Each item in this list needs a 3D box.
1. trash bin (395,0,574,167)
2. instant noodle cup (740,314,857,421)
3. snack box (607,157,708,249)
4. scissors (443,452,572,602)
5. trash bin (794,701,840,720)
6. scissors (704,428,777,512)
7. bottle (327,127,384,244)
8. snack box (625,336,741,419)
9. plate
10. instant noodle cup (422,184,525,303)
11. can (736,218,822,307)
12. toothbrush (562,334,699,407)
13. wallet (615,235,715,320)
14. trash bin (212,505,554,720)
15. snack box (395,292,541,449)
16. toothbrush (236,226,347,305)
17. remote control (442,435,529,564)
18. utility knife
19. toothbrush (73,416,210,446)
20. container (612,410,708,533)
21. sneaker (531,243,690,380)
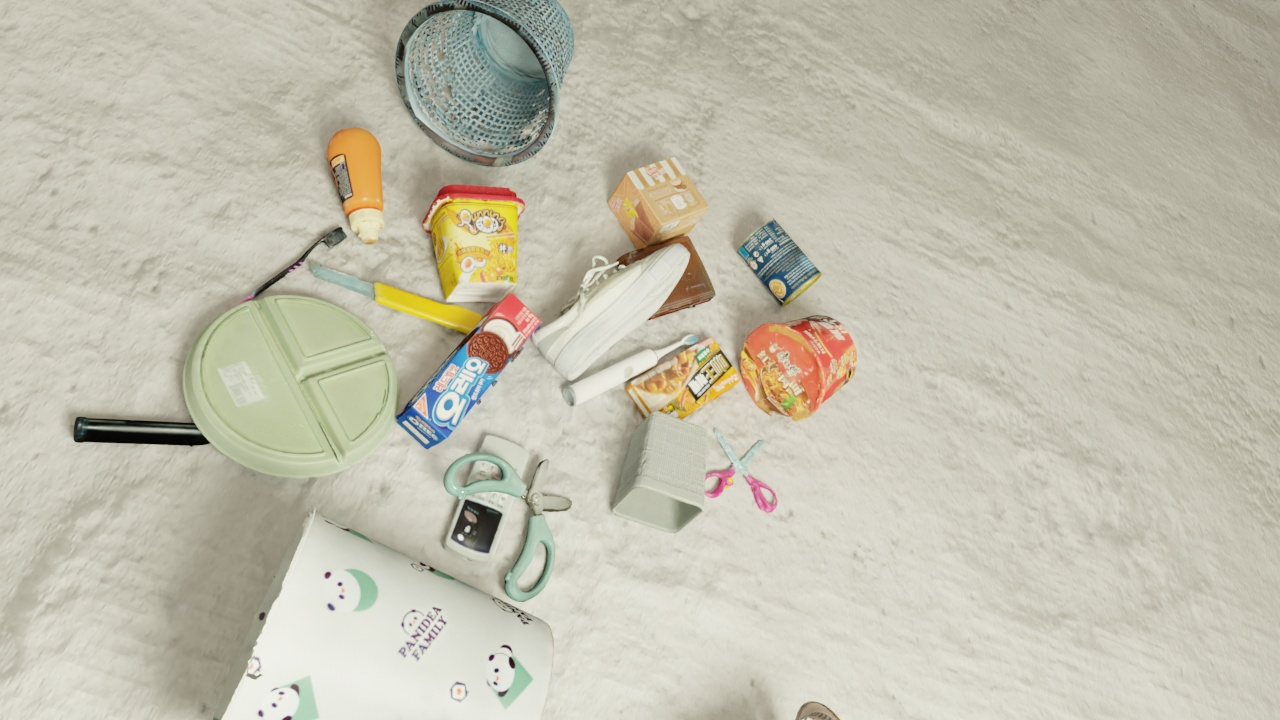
[{"bbox_3d":[-0.188,-0.409,1.252,0.226,0.227,0.194,30,43,-7],"label":"trash bin"},{"bbox_3d":[0.222,0.001,1.253,0.108,0.138,0.138,-23,75,-41],"label":"instant noodle cup"},{"bbox_3d":[0.024,-0.222,1.312,0.092,0.077,0.094,-26,77,-33],"label":"snack box"},{"bbox_3d":[-0.149,0.181,1.028,0.174,0.019,0.169,22,58,-35],"label":"scissors"},{"bbox_3d":[0.115,0.473,0.910,0.192,0.228,0.227,-6,66,-14],"label":"trash bin"},{"bbox_3d":[0.133,0.147,1.201,0.136,0.017,0.133,44,51,6],"label":"scissors"},{"bbox_3d":[-0.350,-0.215,1.150,0.066,0.067,0.149,-6,74,-27],"label":"bottle"},{"bbox_3d":[0.059,0.032,1.222,0.153,0.026,0.075,-29,79,-34],"label":"snack box"},{"bbox_3d":[-0.378,0.020,1.013,0.230,0.028,0.229,16,52,-21],"label":"plate"},{"bbox_3d":[-0.206,-0.142,1.150,0.116,0.116,0.123,-1,76,-26],"label":"instant noodle cup"},{"bbox_3d":[0.203,-0.145,1.353,0.075,0.075,0.111,-34,80,-34],"label":"can"},{"bbox_3d":[-0.007,0.007,1.205,0.220,0.027,0.026,-26,34,-33],"label":"toothbrush"},{"bbox_3d":[0.037,-0.115,1.290,0.124,0.032,0.101,-19,76,-30],"label":"wallet"},{"bbox_3d":[-0.231,0.286,0.840,0.251,0.230,0.229,25,56,-16],"label":"trash bin"},{"bbox_3d":[-0.200,0.010,1.088,0.058,0.057,0.206,45,54,-15],"label":"snack box"},{"bbox_3d":[-0.418,-0.103,1.085,0.018,0.014,0.188,48,55,-10],"label":"toothbrush"},{"bbox_3d":[-0.175,0.158,1.049,0.058,0.021,0.149,23,56,-12],"label":"remote control"},{"bbox_3d":[-0.292,-0.074,1.124,0.230,0.015,0.033,20,57,-16],"label":"utility knife"},{"bbox_3d":[-0.466,0.078,0.956,0.212,0.026,0.027,6,44,-24],"label":"toothbrush"},{"bbox_3d":[0.027,0.133,1.116,0.090,0.090,0.114,21,54,-14],"label":"container"},{"bbox_3d":[-0.041,-0.082,1.195,0.091,0.090,0.241,42,69,15],"label":"sneaker"}]
